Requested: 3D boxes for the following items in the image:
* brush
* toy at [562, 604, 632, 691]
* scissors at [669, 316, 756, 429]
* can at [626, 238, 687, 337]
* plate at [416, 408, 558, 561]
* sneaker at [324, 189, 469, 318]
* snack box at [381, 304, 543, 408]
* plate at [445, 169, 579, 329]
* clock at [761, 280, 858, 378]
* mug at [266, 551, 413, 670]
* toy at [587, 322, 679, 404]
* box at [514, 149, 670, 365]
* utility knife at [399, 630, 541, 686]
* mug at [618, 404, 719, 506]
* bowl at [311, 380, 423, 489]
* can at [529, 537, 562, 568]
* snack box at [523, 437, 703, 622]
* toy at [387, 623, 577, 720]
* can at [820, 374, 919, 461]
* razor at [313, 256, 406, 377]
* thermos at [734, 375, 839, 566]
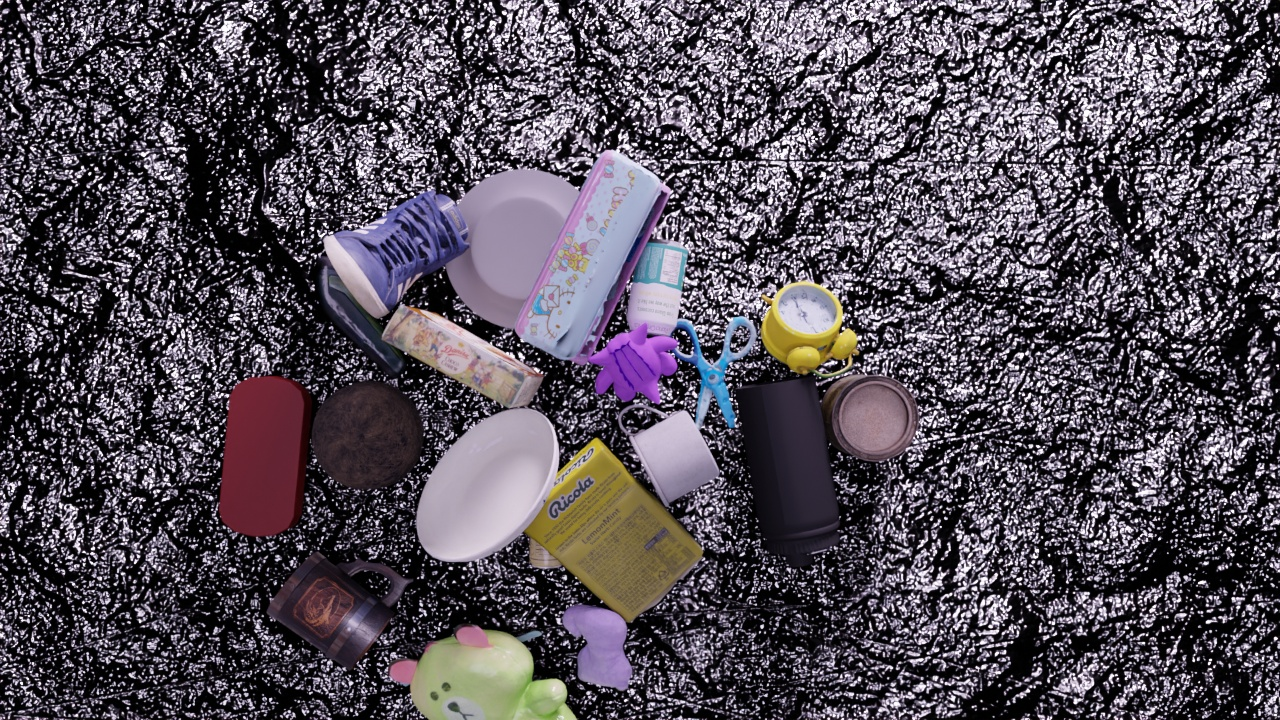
[{"bbox_3d":[-0.408,0.104,1.009,0.082,0.042,0.173,5,90,1],"label":"brush"},{"bbox_3d":[-0.048,0.310,0.996,0.080,0.036,0.100,8,113,22],"label":"toy"},{"bbox_3d":[0.069,0.011,1.016,0.118,0.013,0.140,16,92,1],"label":"scissors"},{"bbox_3d":[0.018,-0.078,0.994,0.055,0.055,0.101,9,90,1],"label":"can"},{"bbox_3d":[-0.153,0.134,0.958,0.182,0.182,0.034,-42,127,1],"label":"plate"},{"bbox_3d":[-0.229,-0.113,0.917,0.118,0.233,0.091,-31,99,-5],"label":"sneaker"},{"bbox_3d":[-0.179,-0.003,0.954,0.147,0.143,0.041,29,90,1],"label":"snack box"},{"bbox_3d":[-0.130,-0.124,1.018,0.178,0.012,0.178,0,90,1],"label":"plate"},{"bbox_3d":[0.178,-0.028,0.970,0.083,0.057,0.118,-20,61,-16],"label":"clock"},{"bbox_3d":[-0.322,0.258,0.996,0.107,0.080,0.115,37,64,0],"label":"mug"},{"bbox_3d":[-0.006,0.005,0.971,0.106,0.055,0.088,-32,126,6],"label":"toy"},{"bbox_3d":[-0.057,-0.108,0.965,0.091,0.090,0.214,26,91,-20],"label":"box"},{"bbox_3d":[-0.189,0.330,1.018,0.167,0.015,0.022,-16,114,-1],"label":"utility knife"},{"bbox_3d":[0.029,0.091,0.981,0.070,0.084,0.113,-28,85,-2],"label":"mug"},{"bbox_3d":[-0.303,0.083,0.999,0.121,0.056,0.121,0,90,1],"label":"bowl"},{"bbox_3d":[-0.102,0.184,1.004,0.038,0.038,0.079,0,90,1],"label":"can"},{"bbox_3d":[-0.030,0.184,0.979,0.121,0.045,0.181,-43,110,0],"label":"snack box"},{"bbox_3d":[-0.152,0.359,0.972,0.150,0.107,0.197,-36,88,22],"label":"toy"},{"bbox_3d":[0.242,0.060,0.979,0.090,0.074,0.090,0,90,1],"label":"can"},{"bbox_3d":[-0.304,-0.050,1.006,0.067,0.054,0.151,-39,94,-8],"label":"razor"},{"bbox_3d":[0.160,0.120,0.975,0.086,0.086,0.198,-10,90,1],"label":"thermos"}]
